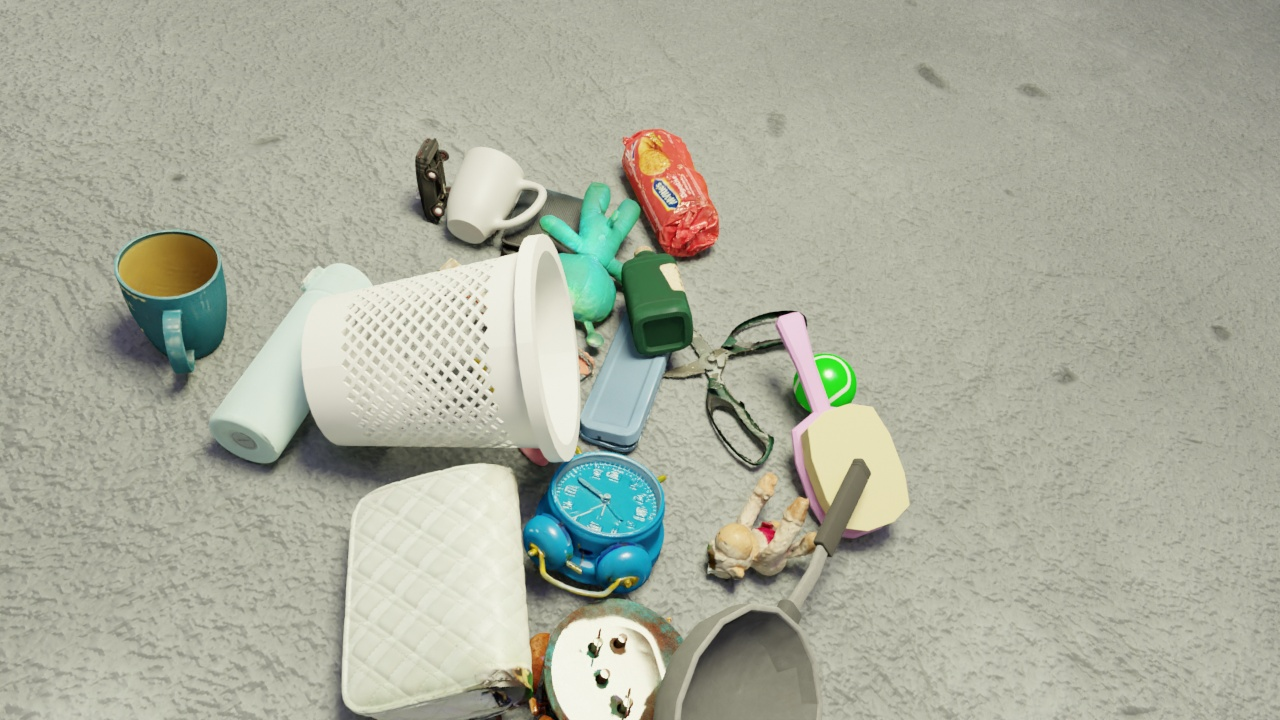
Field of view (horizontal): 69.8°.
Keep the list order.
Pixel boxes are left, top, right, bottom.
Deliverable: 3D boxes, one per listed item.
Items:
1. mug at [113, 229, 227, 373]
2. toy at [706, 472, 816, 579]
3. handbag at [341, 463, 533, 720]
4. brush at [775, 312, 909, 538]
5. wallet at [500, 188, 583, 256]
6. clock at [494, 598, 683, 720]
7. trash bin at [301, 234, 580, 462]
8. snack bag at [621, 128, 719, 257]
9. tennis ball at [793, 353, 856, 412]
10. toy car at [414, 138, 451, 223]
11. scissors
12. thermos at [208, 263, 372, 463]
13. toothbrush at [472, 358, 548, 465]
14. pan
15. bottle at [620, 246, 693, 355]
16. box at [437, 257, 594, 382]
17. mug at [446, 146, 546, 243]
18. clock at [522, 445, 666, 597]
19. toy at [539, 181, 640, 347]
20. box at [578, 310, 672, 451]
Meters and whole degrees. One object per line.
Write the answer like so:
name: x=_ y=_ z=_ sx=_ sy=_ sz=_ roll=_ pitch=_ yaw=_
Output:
mug: x=-0.416 y=-0.042 z=0.826 sx=0.084 sy=0.104 sz=0.112 roll=-6 pitch=57 yaw=-19
toy: x=0.101 y=0.159 z=0.835 sx=0.106 sy=0.074 sz=0.085 roll=-30 pitch=30 yaw=-10
handbag: x=-0.155 y=0.184 z=0.723 sx=0.139 sy=0.072 sz=0.194 roll=-15 pitch=53 yaw=8
brush: x=0.186 y=0.057 z=0.892 sx=0.089 sy=0.043 sz=0.228 roll=-16 pitch=80 yaw=-14
wallet: x=-0.105 y=-0.153 z=1.047 sx=0.089 sy=0.026 sz=0.114 roll=14 pitch=50 yaw=-2
clock: x=-0.035 y=0.255 z=0.713 sx=0.157 sy=0.073 sz=0.121 roll=-7 pitch=55 yaw=-19
trash bin: x=-0.169 y=-0.001 z=0.800 sx=0.200 sy=0.196 sz=0.195 roll=-6 pitch=52 yaw=6
snack bag: x=0.037 y=-0.201 z=1.090 sx=0.082 sy=0.082 sz=0.176 roll=-10 pitch=57 yaw=-22
tennis ball: x=0.193 y=0.025 z=0.958 sx=0.065 sy=0.066 sz=0.065 roll=7 pitch=51 yaw=-9
toy car: x=-0.231 y=-0.198 z=1.008 sx=0.037 sy=0.092 sz=0.040 roll=9 pitch=49 yaw=5
scissors: x=0.119 y=0.014 z=0.977 sx=0.201 sy=0.015 sz=0.201 roll=-20 pitch=58 yaw=-22
thermos: x=-0.313 y=-0.005 z=0.848 sx=0.078 sy=0.065 sz=0.206 roll=37 pitch=47 yaw=-20
toothbrush: x=-0.128 y=0.051 z=0.888 sx=0.021 sy=0.016 sz=0.135 roll=-24 pitch=64 yaw=-31
pan: x=0.114 y=0.214 z=0.743 sx=0.178 sy=0.041 sz=0.356 roll=56 pitch=51 yaw=-25
bottle: x=0.013 y=-0.072 z=0.957 sx=0.061 sy=0.061 sz=0.131 roll=-10 pitch=46 yaw=-3
box: x=-0.127 y=-0.040 z=0.943 sx=0.187 sy=0.085 sz=0.048 roll=40 pitch=91 yaw=14
mug: x=-0.160 y=-0.174 z=1.012 sx=0.107 sy=0.071 sz=0.089 roll=13 pitch=64 yaw=13
clock: x=-0.036 y=0.144 z=0.790 sx=0.117 sy=0.060 sz=0.161 roll=17 pitch=36 yaw=2
toy: x=-0.052 y=-0.109 z=0.984 sx=0.130 sy=0.073 sz=0.193 roll=29 pitch=63 yaw=-19
box: x=-0.006 y=0.007 z=0.950 sx=0.066 sy=0.037 sz=0.208 roll=12 pitch=47 yaw=11
